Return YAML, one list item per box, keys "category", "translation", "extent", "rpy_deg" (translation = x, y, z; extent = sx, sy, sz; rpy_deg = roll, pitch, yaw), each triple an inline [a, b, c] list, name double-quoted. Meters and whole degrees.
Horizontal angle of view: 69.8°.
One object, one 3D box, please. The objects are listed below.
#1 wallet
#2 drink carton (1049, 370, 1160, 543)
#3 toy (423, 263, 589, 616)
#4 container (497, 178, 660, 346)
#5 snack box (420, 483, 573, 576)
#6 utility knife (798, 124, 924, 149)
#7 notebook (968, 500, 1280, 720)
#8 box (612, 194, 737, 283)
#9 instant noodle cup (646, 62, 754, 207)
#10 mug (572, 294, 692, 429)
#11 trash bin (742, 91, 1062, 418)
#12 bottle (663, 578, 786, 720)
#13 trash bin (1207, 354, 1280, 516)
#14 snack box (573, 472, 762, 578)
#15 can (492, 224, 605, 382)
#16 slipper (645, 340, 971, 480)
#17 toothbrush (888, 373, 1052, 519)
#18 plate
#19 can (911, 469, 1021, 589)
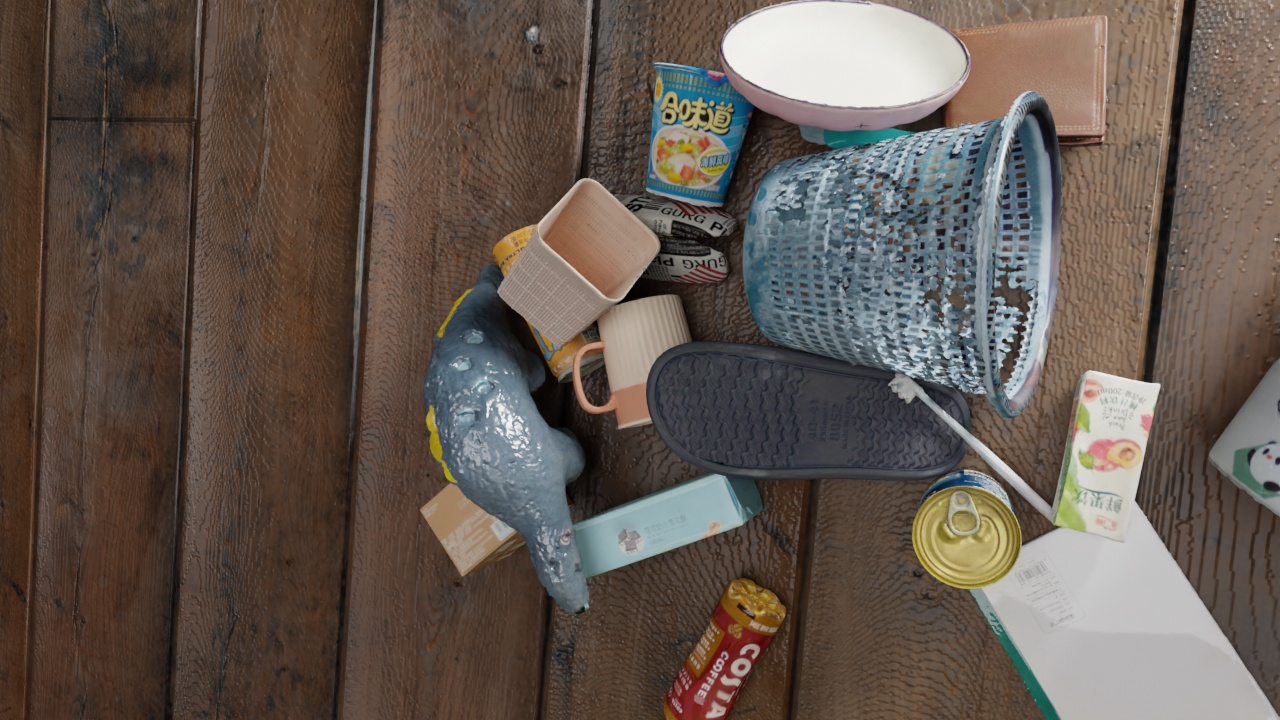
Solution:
- category: "wallet"
  translation: [0.302, -0.219, 0.726]
  extent: [0.125, 0.032, 0.101]
  rpy_deg: [2, 81, 20]
- category: "drink carton"
  translation: [0.354, 0.073, 0.705]
  extent: [0.053, 0.045, 0.122]
  rpy_deg: [12, 90, 20]
- category: "toy"
  translation: [-0.124, 0.053, 0.811]
  extent: [0.092, 0.137, 0.356]
  rpy_deg: [-33, 65, 28]
- category: "container"
  translation: [-0.058, -0.079, 0.792]
  extent: [0.090, 0.090, 0.111]
  rpy_deg: [41, 143, -8]
- category: "snack box"
  translation: [-0.137, 0.140, 0.880]
  extent: [0.093, 0.094, 0.077]
  rpy_deg: [-41, 77, 18]
- category: "utility knife"
  translation: [0.218, -0.183, 0.773]
  extent: [0.174, 0.013, 0.029]
  rpy_deg: [15, 95, 19]
- category: "notebook"
  translation: [0.376, 0.231, 0.724]
  extent: [0.151, 0.012, 0.209]
  rpy_deg: [-33, 79, 21]
- category: "box"
  translation: [0.004, -0.103, 0.838]
  extent: [0.163, 0.076, 0.086]
  rpy_deg: [12, 113, 18]
- category: "instant noodle cup"
  translation: [0.048, -0.195, 0.802]
  extent: [0.099, 0.099, 0.110]
  rpy_deg: [17, 105, 20]
- category: "mug"
  translation: [-0.005, 0.005, 0.822]
  extent: [0.114, 0.082, 0.106]
  rpy_deg: [-12, 84, -12]
- category: "trash bin"
  translation: [0.194, -0.079, 0.696]
  extent: [0.195, 0.226, 0.226]
  rpy_deg: [6, 94, 34]
- category: "bottle"
  translation: [0.067, 0.282, 0.824]
  extent: [0.057, 0.057, 0.175]
  rpy_deg: [30, 102, 18]
- category: "trash bin"
  translation: [0.517, 0.018, 0.558]
  extent: [0.229, 0.229, 0.252]
  rpy_deg: [36, 110, 17]
- category: "snack box"
  translation: [0.018, 0.145, 0.830]
  extent: [0.175, 0.074, 0.051]
  rpy_deg: [-24, 84, 21]
- category: "can"
  translation: [-0.085, -0.054, 0.873]
  extent: [0.058, 0.058, 0.146]
  rpy_deg: [-31, 80, 19]
- category: "slipper"
  translation: [0.137, 0.048, 0.779]
  extent: [0.268, 0.083, 0.110]
  rpy_deg: [7, 89, 0]
- category: "toothbrush"
  translation: [0.269, 0.073, 0.735]
  extent: [0.180, 0.016, 0.016]
  rpy_deg: [41, 88, -2]
- category: "plate"
  translation: [0.158, -0.230, 0.727]
  extent: [0.192, 0.191, 0.039]
  rpy_deg: [19, 137, 20]
- category: "can"
  translation: [0.254, 0.128, 0.717]
  extent: [0.075, 0.111, 0.075]
  rpy_deg: [0, 91, 20]
